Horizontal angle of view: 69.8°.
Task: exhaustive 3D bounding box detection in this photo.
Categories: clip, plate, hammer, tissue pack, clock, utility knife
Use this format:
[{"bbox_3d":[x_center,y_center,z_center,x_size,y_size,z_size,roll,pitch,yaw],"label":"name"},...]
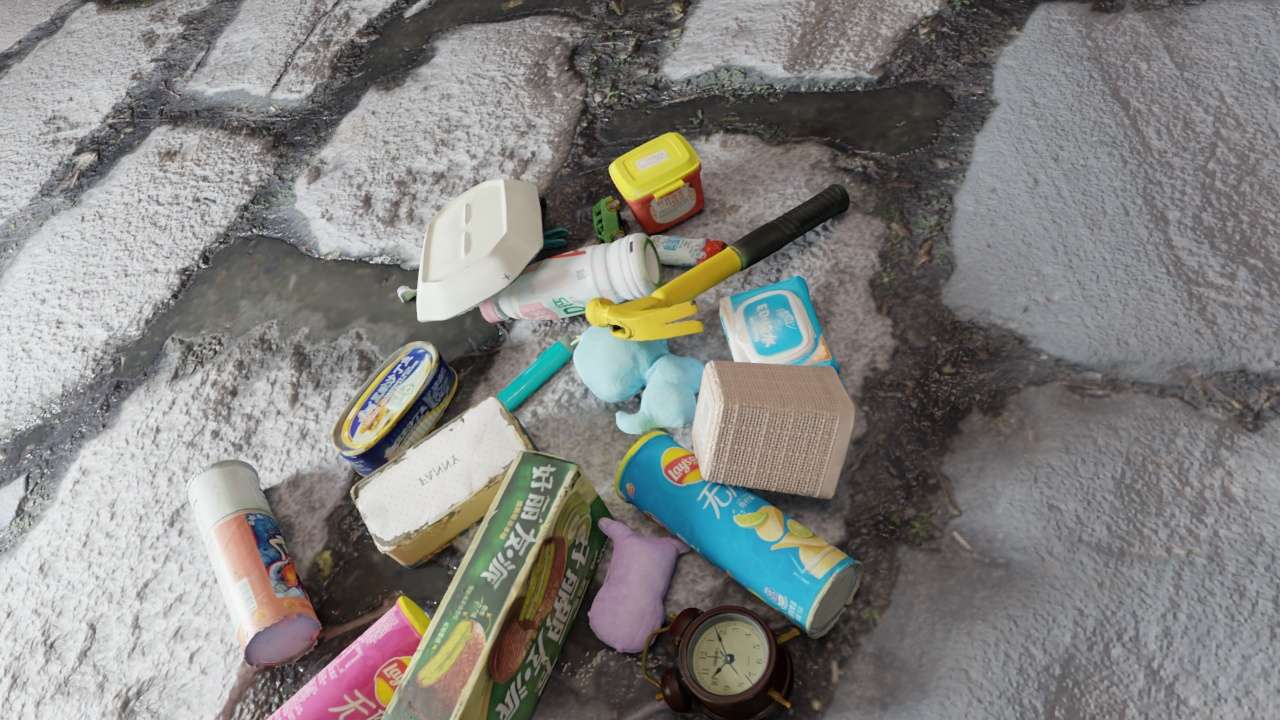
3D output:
[{"bbox_3d":[-0.111,-0.140,1.067,0.056,0.014,0.042,-6,53,13],"label":"clip"},{"bbox_3d":[-0.187,-0.136,1.023,0.162,0.034,0.265,-28,32,10],"label":"plate"},{"bbox_3d":[0.094,-0.100,0.905,0.300,0.033,0.129,-32,28,-24],"label":"hammer"},{"bbox_3d":[0.129,-0.012,0.855,0.090,0.063,0.139,-17,51,7],"label":"tissue pack"},{"bbox_3d":[0.060,0.232,0.704,0.122,0.055,0.081,0,55,21],"label":"clock"},{"bbox_3d":[-0.146,0.048,0.939,0.215,0.013,0.029,-42,60,-15],"label":"utility knife"}]

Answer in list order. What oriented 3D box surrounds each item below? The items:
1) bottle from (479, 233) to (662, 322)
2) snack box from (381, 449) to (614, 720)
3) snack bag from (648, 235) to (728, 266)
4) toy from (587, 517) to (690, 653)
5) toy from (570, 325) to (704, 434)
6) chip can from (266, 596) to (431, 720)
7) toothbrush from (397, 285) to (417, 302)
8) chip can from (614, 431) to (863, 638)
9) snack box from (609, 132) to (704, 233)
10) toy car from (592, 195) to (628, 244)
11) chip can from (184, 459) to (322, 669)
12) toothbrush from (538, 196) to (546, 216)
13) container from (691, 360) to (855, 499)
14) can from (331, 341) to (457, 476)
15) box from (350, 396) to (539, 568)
[{"bbox_3d":[-0.078,-0.081,0.974,0.197,0.068,0.068,-12,52,18],"label":"bottle"},{"bbox_3d":[-0.105,0.203,0.746,0.063,0.114,0.239,11,59,25],"label":"snack box"},{"bbox_3d":[0.041,-0.116,0.987,0.104,0.026,0.048,6,50,24],"label":"snack bag"},{"bbox_3d":[-0.007,0.189,0.765,0.084,0.039,0.107,18,63,-3],"label":"toy"},{"bbox_3d":[-0.005,0.005,0.897,0.156,0.050,0.161,11,50,17],"label":"toy"},{"bbox_3d":[-0.256,0.295,0.761,0.210,0.071,0.071,-42,52,-12],"label":"chip can"},{"bbox_3d":[-0.203,-0.125,1.085,0.189,0.029,0.020,-33,93,-8],"label":"toothbrush"},{"bbox_3d":[0.076,0.138,0.757,0.210,0.071,0.071,32,70,34],"label":"chip can"},{"bbox_3d":[0.023,-0.192,1.015,0.091,0.080,0.082,-27,50,-2],"label":"snack box"},{"bbox_3d":[-0.031,-0.142,1.021,0.036,0.043,0.091,-17,50,3],"label":"toy car"},{"bbox_3d":[-0.374,0.190,0.879,0.071,0.071,0.214,-36,51,-8],"label":"chip can"},{"bbox_3d":[-0.127,-0.145,1.041,0.018,0.015,0.180,-26,28,23],"label":"toothbrush"},{"bbox_3d":[0.105,0.054,0.761,0.111,0.090,0.090,6,26,-6],"label":"container"},{"bbox_3d":[-0.254,0.049,0.955,0.075,0.049,0.148,22,65,32],"label":"can"},{"bbox_3d":[-0.174,0.111,0.870,0.184,0.061,0.089,-31,60,-7],"label":"box"}]
